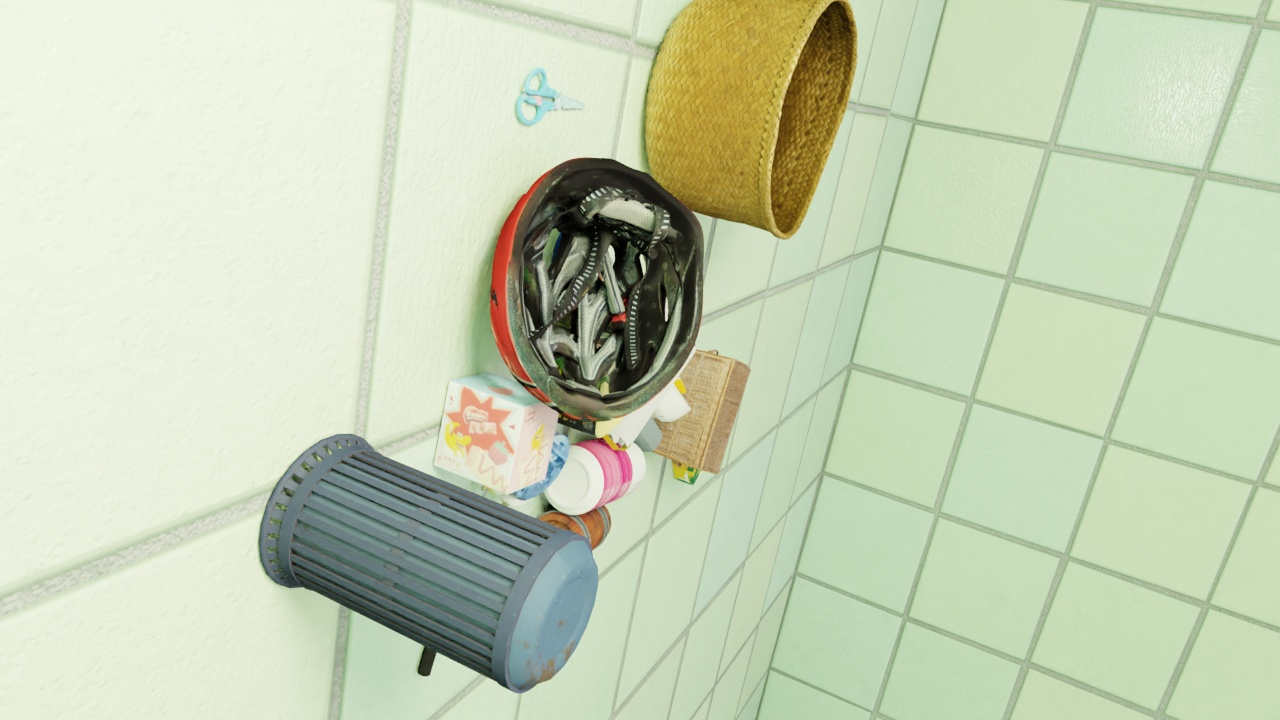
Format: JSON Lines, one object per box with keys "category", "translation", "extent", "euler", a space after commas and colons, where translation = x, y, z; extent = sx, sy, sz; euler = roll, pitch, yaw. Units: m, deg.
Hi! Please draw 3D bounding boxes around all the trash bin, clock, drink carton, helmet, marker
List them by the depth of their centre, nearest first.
{"category": "trash bin", "translation": [-0.167, 0.164, 0.750], "extent": [0.138, 0.250, 0.139], "euler": [-49, 149, -45]}
{"category": "helmet", "translation": [-0.049, -0.068, 0.925], "extent": [0.217, 0.167, 0.271], "euler": [17, 73, -25]}
{"category": "marker", "translation": [-0.225, 0.293, 1.027], "extent": [0.021, 0.017, 0.124], "euler": [5, 103, -67]}
{"category": "clock", "translation": [-0.136, 0.123, 1.050], "extent": [0.125, 0.052, 0.089], "euler": [-50, 153, -13]}
{"category": "drink carton", "translation": [0.087, 0.163, 1.647], "extent": [0.058, 0.041, 0.123], "euler": [-57, 155, -33]}

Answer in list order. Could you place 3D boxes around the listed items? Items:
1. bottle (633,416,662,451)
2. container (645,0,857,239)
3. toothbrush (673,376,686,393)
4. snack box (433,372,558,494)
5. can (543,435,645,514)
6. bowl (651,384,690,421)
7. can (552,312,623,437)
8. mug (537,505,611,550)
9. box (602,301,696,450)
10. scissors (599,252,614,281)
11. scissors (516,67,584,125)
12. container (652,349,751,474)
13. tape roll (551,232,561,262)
{"category": "bottle", "translation": [-0.020, 0.076, 1.277], "extent": [0.046, 0.072, 0.161], "euler": [-60, 156, -15]}
{"category": "container", "translation": [0.137, -0.325, 1.181], "extent": [0.305, 0.197, 0.308], "euler": [-52, 153, -43]}
{"category": "toothbrush", "translation": [0.020, -0.021, 1.278], "extent": [0.197, 0.031, 0.030], "euler": [57, 17, -35]}
{"category": "snack box", "translation": [-0.146, 0.073, 0.942], "extent": [0.079, 0.093, 0.095], "euler": [-12, 118, -65]}
{"category": "can", "translation": [-0.059, 0.149, 1.219], "extent": [0.165, 0.088, 0.088], "euler": [-4, 110, -67]}
{"category": "bowl", "translation": [0.022, 0.044, 1.332], "extent": [0.054, 0.105, 0.105], "euler": [-34, 156, 3]}
{"category": "can", "translation": [-0.071, 0.013, 1.067], "extent": [0.072, 0.101, 0.131], "euler": [-34, 137, -58]}
{"category": "mug", "translation": [-0.099, 0.243, 1.227], "extent": [0.117, 0.081, 0.111], "euler": [-59, 166, 17]}
{"category": "box", "translation": [-0.008, 0.006, 1.205], "extent": [0.127, 0.023, 0.209], "euler": [54, 55, -27]}
{"category": "scissors", "translation": [-0.054, -0.076, 1.145], "extent": [0.125, 0.011, 0.128], "euler": [-24, 130, -54]}
{"category": "scissors", "translation": [-0.089, -0.266, 0.937], "extent": [0.136, 0.015, 0.057], "euler": [-30, 136, -68]}
{"category": "container", "translation": [0.090, 0.077, 1.489], "extent": [0.113, 0.113, 0.198], "euler": [22, 86, -68]}
{"category": "tape roll", "translation": [-0.072, -0.125, 1.072], "extent": [0.092, 0.016, 0.091], "euler": [-63, 157, -21]}
